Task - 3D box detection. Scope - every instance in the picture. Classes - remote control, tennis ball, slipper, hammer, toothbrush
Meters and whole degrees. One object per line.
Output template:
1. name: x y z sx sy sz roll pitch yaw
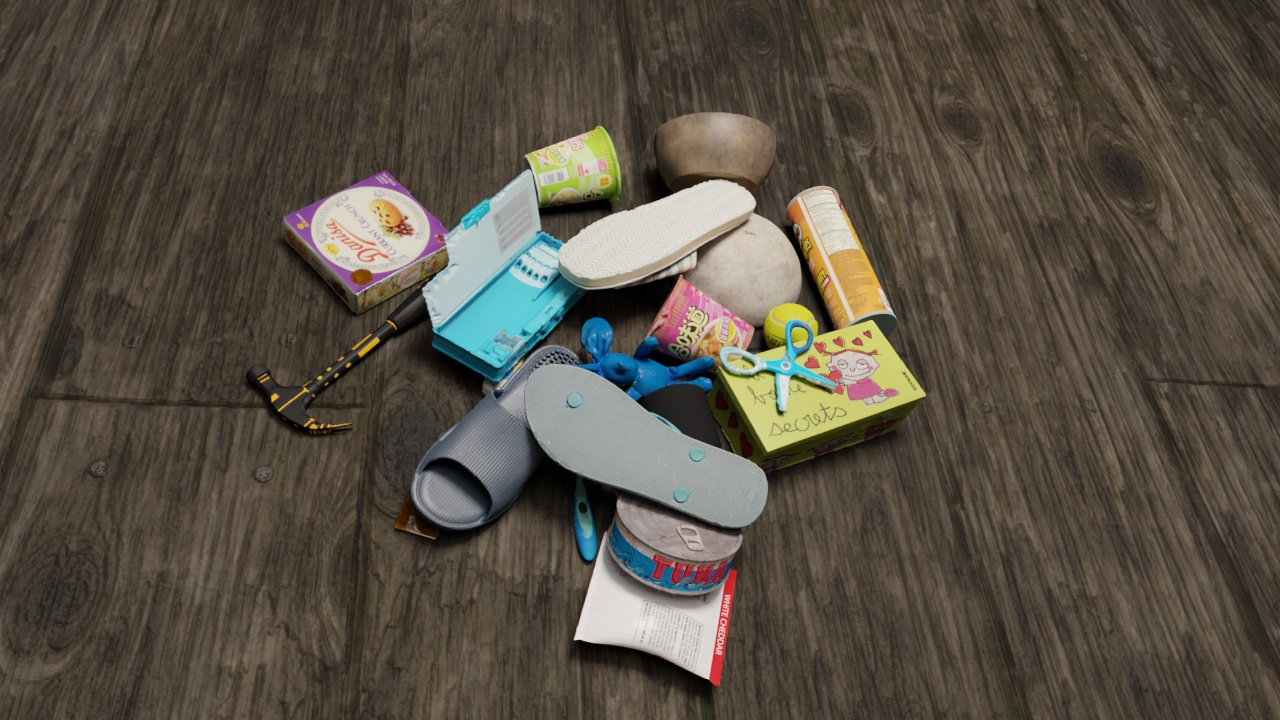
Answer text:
1. remote control: -0.153 -0.008 1.057 0.038 0.018 0.125 11 52 -6
2. tennis ball: 0.184 -0.037 1.127 0.065 0.066 0.065 6 54 -9
3. slipper: -0.128 0.070 0.956 0.101 0.083 0.262 45 52 -7
4. slipper: 0.025 -0.150 1.111 0.272 0.054 0.114 -27 47 -24
5. hammer: -0.280 -0.038 1.040 0.123 0.036 0.319 38 58 13
6. toothbrush: -0.062 0.149 0.971 0.022 0.017 0.135 -1 58 -14
7. slipper: -0.002 0.096 0.930 0.269 0.055 0.098 28 75 2

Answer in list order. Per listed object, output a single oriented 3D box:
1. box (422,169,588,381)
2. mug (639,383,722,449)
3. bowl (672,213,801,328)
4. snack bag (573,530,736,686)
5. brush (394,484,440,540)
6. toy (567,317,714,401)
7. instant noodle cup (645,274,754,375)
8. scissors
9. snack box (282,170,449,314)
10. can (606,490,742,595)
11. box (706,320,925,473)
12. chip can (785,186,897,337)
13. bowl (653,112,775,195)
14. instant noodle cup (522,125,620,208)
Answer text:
1. box: -0.160 -0.096 1.063 0.169 0.086 0.226 53 45 -15
2. mug: 0.027 0.085 0.999 0.113 0.078 0.088 -9 58 -9
3. bowl: 0.131 -0.133 1.174 0.178 0.081 0.178 7 55 -11
4. snack bag: 0.019 0.239 0.908 0.144 0.039 0.130 17 45 -1
5. brush: -0.211 0.122 0.951 0.048 0.017 0.126 17 54 -2
6. toy: -0.006 0.006 1.034 0.176 0.071 0.112 8 65 -15
7. instant noodle cup: 0.071 -0.034 1.087 0.108 0.098 0.097 28 54 -3
8. scissors: 0.158 -0.001 1.034 0.134 0.011 0.139 21 52 6
9. snack box: -0.321 -0.144 1.097 0.143 0.041 0.147 43 57 17
10. can: 0.034 0.175 0.920 0.130 0.044 0.129 14 24 -6
11. box: 0.200 0.044 1.065 0.220 0.083 0.124 -12 59 -23
12. chip can: 0.259 -0.124 1.200 0.075 0.075 0.214 -5 57 -17
13. bowl: 0.098 -0.262 1.216 0.162 0.162 0.070 5 80 -10
14. instant noodle cup: -0.092 -0.245 1.195 0.108 0.099 0.099 -16 61 -14
